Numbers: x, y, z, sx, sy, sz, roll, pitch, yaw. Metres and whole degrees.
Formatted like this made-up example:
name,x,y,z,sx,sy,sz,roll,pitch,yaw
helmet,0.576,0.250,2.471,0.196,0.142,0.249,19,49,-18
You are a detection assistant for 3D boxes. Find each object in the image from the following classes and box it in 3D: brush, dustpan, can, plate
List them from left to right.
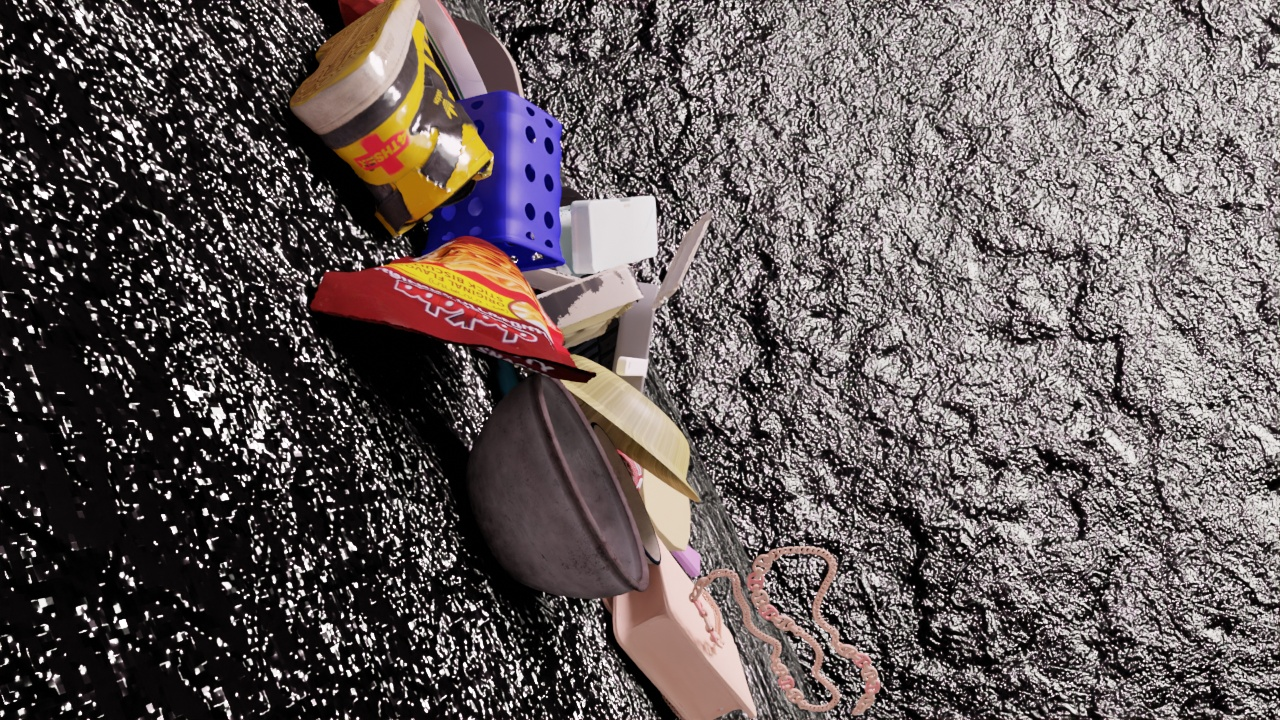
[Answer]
name,x,y,z,sx,sy,sz,roll,pitch,yaw
can,-0.029,0.108,0.840,0.054,0.054,0.096,64,4,6
plate,-0.016,0.042,0.732,0.184,0.036,0.184,37,-9,7
dustpan,-0.005,0.005,0.885,0.257,0.033,0.163,5,93,-80
brush,0.030,0.175,0.983,0.229,0.043,0.089,53,33,-46

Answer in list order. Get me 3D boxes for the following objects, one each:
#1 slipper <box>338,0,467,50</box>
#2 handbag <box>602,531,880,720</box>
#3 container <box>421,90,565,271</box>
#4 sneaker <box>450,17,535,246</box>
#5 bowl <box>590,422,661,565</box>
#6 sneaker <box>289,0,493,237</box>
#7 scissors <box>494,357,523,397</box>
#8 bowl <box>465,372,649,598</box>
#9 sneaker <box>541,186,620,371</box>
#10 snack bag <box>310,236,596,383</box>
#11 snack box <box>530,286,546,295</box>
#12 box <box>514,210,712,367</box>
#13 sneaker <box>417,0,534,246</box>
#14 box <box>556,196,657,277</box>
name,x,y,z,sx,sy,sz,roll,pitch,yaw
slipper,-0.232,-0.301,0.787,0.248,0.059,0.103,18,45,-63
handbag,0.085,0.202,0.746,0.199,0.187,0.116,56,14,-29
container,-0.110,-0.131,0.695,0.084,0.085,0.113,15,73,-62
sneaker,-0.170,-0.233,0.973,0.117,0.111,0.293,101,-32,-59
bowl,-0.036,0.110,0.684,0.115,0.059,0.115,63,4,-9
sneaker,-0.163,-0.174,0.638,0.122,0.086,0.238,55,12,-31
scissors,-0.095,0.032,0.692,0.135,0.019,0.130,62,1,10
bowl,-0.056,0.082,0.546,0.145,0.067,0.145,63,4,-9
sneaker,-0.054,-0.059,0.992,0.124,0.089,0.239,21,62,-77
snack bag,-0.098,-0.024,0.533,0.139,0.067,0.208,23,10,-9
snack box,-0.087,-0.032,1.110,0.152,0.036,0.132,63,4,-12
box,-0.032,-0.066,0.763,0.081,0.181,0.144,67,-20,3
sneaker,-0.163,-0.197,0.775,0.084,0.079,0.235,-123,-169,-62
box,-0.030,-0.124,0.899,0.086,0.073,0.198,56,22,-1
